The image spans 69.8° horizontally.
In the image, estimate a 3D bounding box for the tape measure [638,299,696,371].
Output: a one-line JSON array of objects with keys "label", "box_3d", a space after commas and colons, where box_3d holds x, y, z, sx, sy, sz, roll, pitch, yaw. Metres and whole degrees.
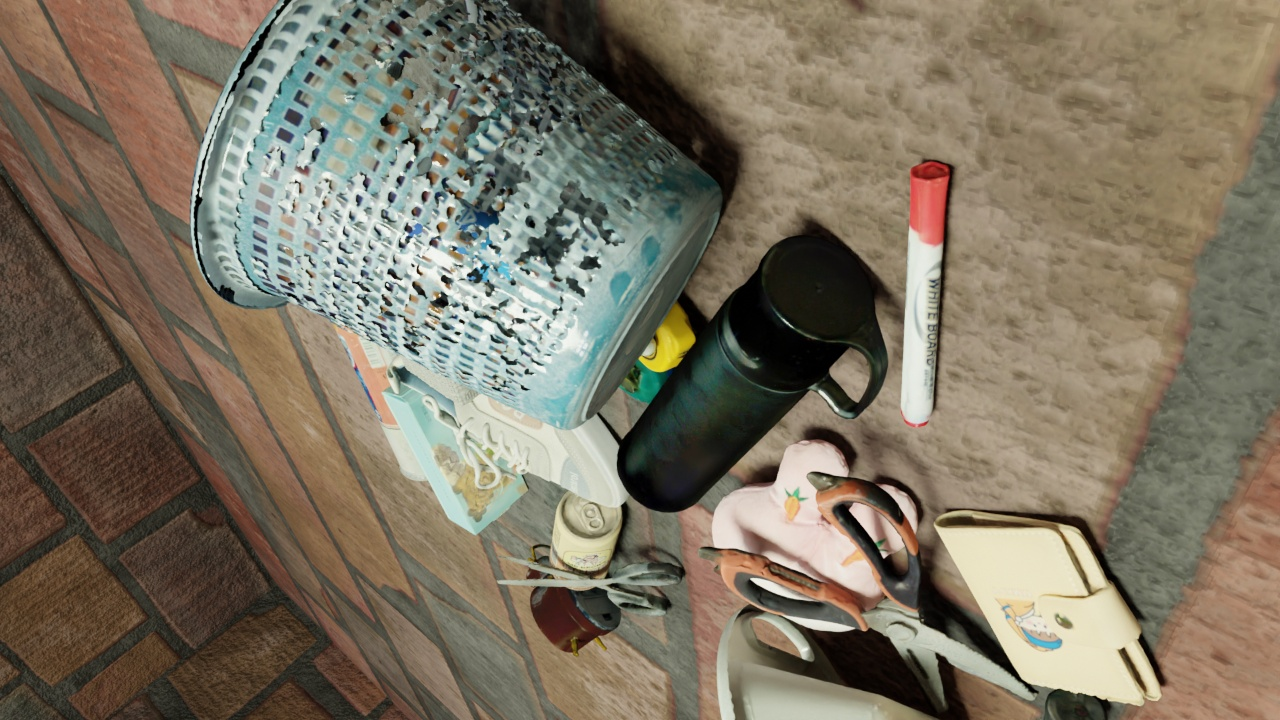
[{"label": "tape measure", "box_3d": [0.012, -0.023, 0.574, 0.060, 0.028, 0.057, 58, 155, 16]}]

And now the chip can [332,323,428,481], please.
[{"label": "chip can", "box_3d": [-0.242, 0.022, 0.920, 0.071, 0.071, 0.215, 24, 140, 38]}]

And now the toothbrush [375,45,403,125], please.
[{"label": "toothbrush", "box_3d": [-0.205, -0.180, 0.705, 0.018, 0.015, 0.182, 55, 149, 4]}]

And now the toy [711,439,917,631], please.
[{"label": "toy", "box_3d": [0.106, 0.113, 0.579, 0.121, 0.054, 0.160, 33, 140, 14]}]

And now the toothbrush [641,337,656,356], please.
[{"label": "toothbrush", "box_3d": [-0.041, -0.020, 0.626, 0.029, 0.020, 0.190, 30, 172, -30]}]

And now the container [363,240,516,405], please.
[{"label": "container", "box_3d": [-0.148, -0.037, 0.715, 0.090, 0.090, 0.114, 31, 148, 30]}]

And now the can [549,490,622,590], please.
[{"label": "can", "box_3d": [-0.051, 0.161, 0.832, 0.058, 0.058, 0.116, 40, 148, 18]}]

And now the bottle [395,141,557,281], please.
[{"label": "bottle", "box_3d": [-0.134, -0.099, 0.648, 0.219, 0.065, 0.065, 31, 145, 30]}]

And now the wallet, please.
[{"label": "wallet", "box_3d": [0.215, 0.130, 0.482, 0.087, 0.024, 0.115, -12, 113, 56]}]

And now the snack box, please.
[{"label": "snack box", "box_3d": [-0.177, 0.081, 0.895, 0.052, 0.074, 0.175, 18, 137, 43]}]

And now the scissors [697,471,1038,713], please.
[{"label": "scissors", "box_3d": [0.139, 0.142, 0.537, 0.227, 0.015, 0.189, 16, 134, 8]}]

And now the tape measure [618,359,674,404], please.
[{"label": "tape measure", "box_3d": [-0.004, 0.004, 0.629, 0.058, 0.025, 0.055, 34, 147, 24]}]

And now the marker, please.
[{"label": "marker", "box_3d": [0.131, -0.024, 0.428, 0.017, 0.017, 0.145, 25, 142, 36]}]

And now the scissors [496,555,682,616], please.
[{"label": "scissors", "box_3d": [-0.041, 0.199, 0.824, 0.181, 0.014, 0.159, -15, 139, 27]}]

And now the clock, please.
[{"label": "clock", "box_3d": [-0.070, 0.232, 0.909, 0.122, 0.055, 0.082, 58, -162, 24]}]

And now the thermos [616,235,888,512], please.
[{"label": "thermos", "box_3d": [0.056, 0.029, 0.531, 0.090, 0.068, 0.243, 51, 151, 10]}]

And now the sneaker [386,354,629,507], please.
[{"label": "sneaker", "box_3d": [-0.116, 0.052, 0.767, 0.242, 0.090, 0.090, 36, 148, 22]}]

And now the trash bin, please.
[{"label": "trash bin", "box_3d": [-0.074, -0.074, 0.480, 0.195, 0.225, 0.227, 33, 148, 4]}]

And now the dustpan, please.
[{"label": "dustpan", "box_3d": [0.119, 0.295, 0.590, 0.143, 0.257, 0.222, -3, 154, 39]}]

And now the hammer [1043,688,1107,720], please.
[{"label": "hammer", "box_3d": [0.267, 0.308, 0.599, 0.129, 0.032, 0.301, 24, 141, 37]}]
